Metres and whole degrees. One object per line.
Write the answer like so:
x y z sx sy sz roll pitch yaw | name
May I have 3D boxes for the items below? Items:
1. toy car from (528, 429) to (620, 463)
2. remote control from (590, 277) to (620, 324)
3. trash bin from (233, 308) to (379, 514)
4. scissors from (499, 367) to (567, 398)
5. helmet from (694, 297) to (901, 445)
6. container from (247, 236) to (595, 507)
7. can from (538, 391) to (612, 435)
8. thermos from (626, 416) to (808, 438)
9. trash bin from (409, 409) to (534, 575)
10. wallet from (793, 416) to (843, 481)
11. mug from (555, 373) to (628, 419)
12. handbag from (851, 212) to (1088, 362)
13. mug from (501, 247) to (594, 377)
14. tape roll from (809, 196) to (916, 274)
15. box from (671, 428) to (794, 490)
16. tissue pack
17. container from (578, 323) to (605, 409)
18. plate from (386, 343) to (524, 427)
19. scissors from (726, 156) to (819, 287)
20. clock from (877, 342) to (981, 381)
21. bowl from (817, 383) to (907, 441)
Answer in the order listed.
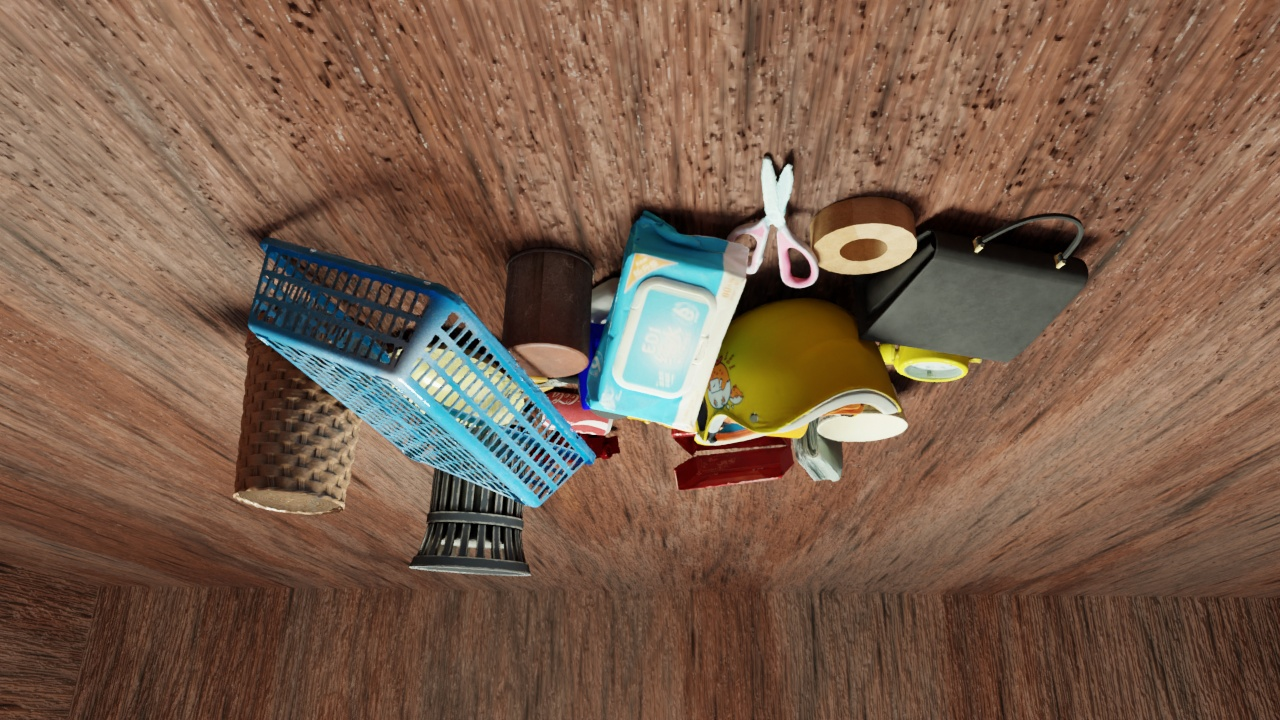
-0.095 0.118 1.342 0.070 0.062 0.169 -11 172 26 | toy car
-0.034 -0.055 0.991 0.060 0.028 0.115 12 155 -27 | remote control
-0.391 0.065 1.063 0.151 0.209 0.151 2 158 1 | trash bin
-0.129 0.024 1.201 0.229 0.016 0.114 -6 156 19 | scissors
0.149 0.009 0.995 0.208 0.139 0.241 -7 172 -27 | helmet
-0.226 0.032 0.958 0.257 0.089 0.362 16 157 29 | container
-0.090 0.073 1.269 0.096 0.054 0.054 7 157 -15 | can
0.100 0.055 1.180 0.232 0.076 0.091 6 -177 -10 | thermos
-0.228 0.182 1.296 0.164 0.227 0.164 3 164 1 | trash bin
0.245 0.110 1.287 0.054 0.100 0.131 -18 154 22 | wallet
-0.042 0.014 1.082 0.121 0.085 0.095 2 158 -15 | mug
0.331 -0.082 0.867 0.175 0.072 0.196 8 152 -16 | handbag
-0.098 -0.040 0.933 0.096 0.110 0.123 13 155 -13 | mug
0.203 -0.113 0.840 0.094 0.027 0.094 1 158 0 | tape roll
0.132 0.110 1.318 0.157 0.126 0.137 -10 176 17 | box
0.024 -0.033 0.880 0.117 0.066 0.210 13 116 -7 | tissue pack
-0.006 0.006 0.994 0.113 0.085 0.085 -2 161 -14 | container
-0.233 0.022 1.154 0.184 0.036 0.185 8 148 5 | plate
0.107 -0.126 0.820 0.101 0.016 0.179 16 155 24 | scissors
0.320 -0.012 1.043 0.119 0.057 0.083 -6 158 38 | clock
0.290 0.061 1.210 0.115 0.062 0.115 1 158 0 | bowl
